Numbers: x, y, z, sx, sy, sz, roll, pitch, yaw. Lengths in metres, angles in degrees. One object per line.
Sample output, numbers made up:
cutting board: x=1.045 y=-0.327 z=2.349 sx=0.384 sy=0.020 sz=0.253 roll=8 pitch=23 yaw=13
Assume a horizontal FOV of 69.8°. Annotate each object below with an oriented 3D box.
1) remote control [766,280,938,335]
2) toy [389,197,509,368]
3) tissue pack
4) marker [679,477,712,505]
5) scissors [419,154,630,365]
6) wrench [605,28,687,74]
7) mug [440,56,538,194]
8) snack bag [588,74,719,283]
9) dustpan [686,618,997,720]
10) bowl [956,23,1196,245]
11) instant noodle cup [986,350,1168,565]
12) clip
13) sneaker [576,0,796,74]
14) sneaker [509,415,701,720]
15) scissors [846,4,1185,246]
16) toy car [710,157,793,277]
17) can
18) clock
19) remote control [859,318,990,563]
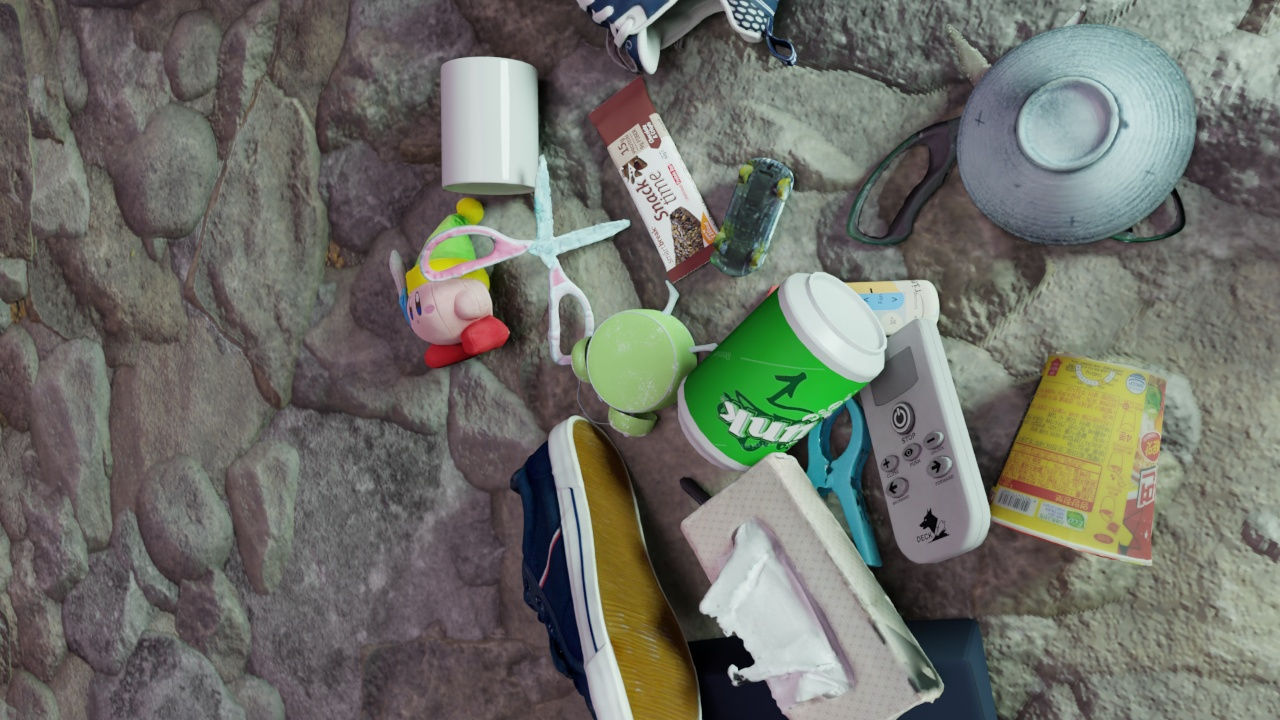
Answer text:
remote control: x=0.148 y=-0.037 z=0.658 sx=0.126 sy=0.018 sz=0.038 roll=0 pitch=93 yaw=29
toy: x=-0.163 y=-0.066 z=0.794 sx=0.124 sy=0.096 sz=0.131 roll=-16 pitch=98 yaw=55
tissue pack: x=0.099 y=0.161 z=0.601 sx=0.104 sy=0.071 sz=0.181 roll=-40 pitch=66 yaw=21
marker: x=0.079 y=0.130 z=0.681 sx=0.152 sy=0.011 sz=0.011 roll=37 pitch=109 yaw=40
scissors: x=-0.084 y=-0.071 z=0.733 sx=0.170 sy=0.013 sz=0.177 roll=-19 pitch=111 yaw=-11
wrench: x=-0.053 y=-0.342 z=0.746 sx=0.070 sy=0.010 sz=0.273 roll=-41 pitch=75 yaw=23
mug: x=-0.133 y=-0.190 z=0.766 sx=0.112 sy=0.078 sz=0.097 roll=5 pitch=96 yaw=55
snack bag: x=0.012 y=-0.143 z=0.723 sx=0.057 sy=0.013 sz=0.158 roll=-30 pitch=80 yaw=27
dustpan: x=0.129 y=0.239 z=0.664 sx=0.237 sy=0.080 sz=0.273 roll=-14 pitch=93 yaw=27
bowl: x=0.259 y=-0.139 z=0.555 sx=0.137 sy=0.057 sz=0.137 roll=3 pitch=96 yaw=27
instant noodle cup: x=0.273 y=0.057 z=0.562 sx=0.100 sy=0.100 sz=0.112 roll=17 pitch=92 yaw=25
clip: x=0.143 y=0.082 z=0.644 sx=0.097 sy=0.026 sz=0.116 roll=6 pitch=79 yaw=32
sneaker: x=-0.008 y=-0.279 z=0.672 sx=0.270 sy=0.103 sz=0.132 roll=8 pitch=98 yaw=18
sneaker: x=-0.045 y=0.189 z=0.679 sx=0.127 sy=0.120 sz=0.294 roll=-37 pitch=48 yaw=18
scissors: x=0.248 y=-0.125 z=0.604 sx=0.205 sy=0.015 sz=0.202 roll=45 pitch=113 yaw=19
toy car: x=0.083 y=-0.105 z=0.680 sx=0.039 sy=0.027 sz=0.090 roll=25 pitch=103 yaw=21
can: x=0.095 y=0.010 z=0.637 sx=0.140 sy=0.087 sz=0.088 roll=-46 pitch=73 yaw=33
clock: x=-0.004 y=0.004 z=0.724 sx=0.120 sy=0.042 sz=0.094 roll=-44 pitch=73 yaw=23
remote control: x=0.180 y=0.054 z=0.599 sx=0.074 sy=0.019 sz=0.151 roll=134 pitch=134 yaw=-54
